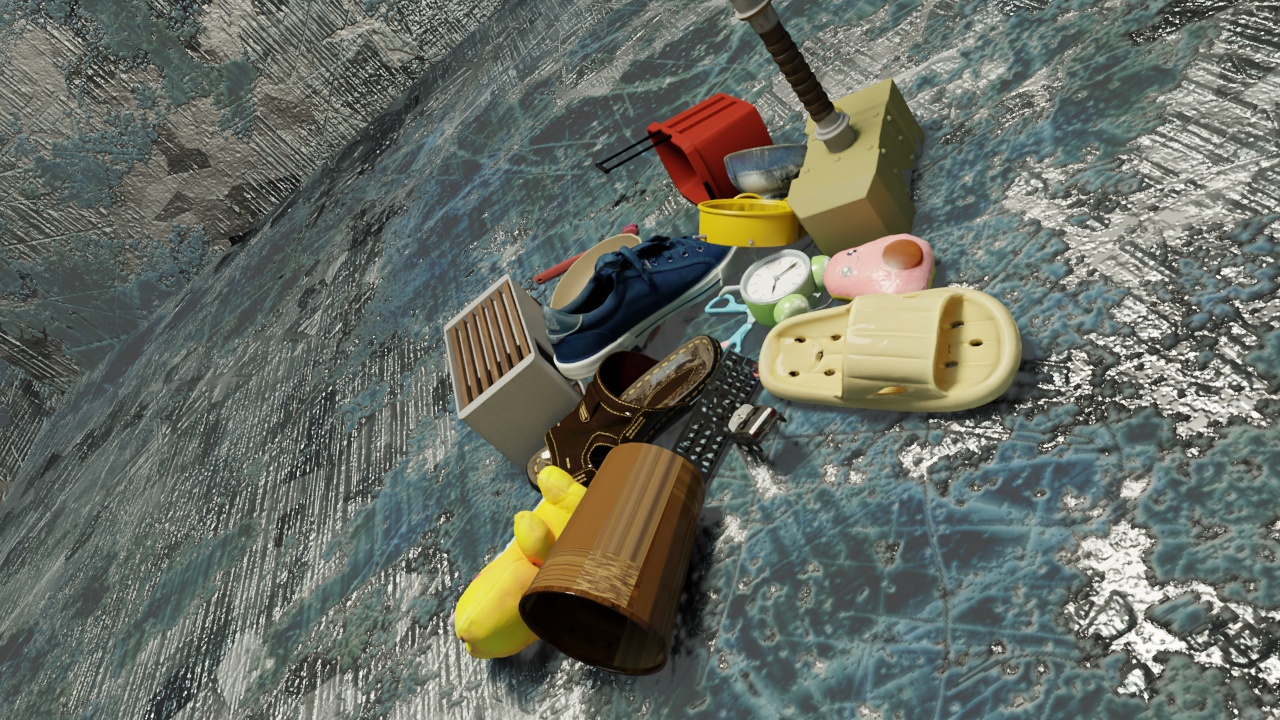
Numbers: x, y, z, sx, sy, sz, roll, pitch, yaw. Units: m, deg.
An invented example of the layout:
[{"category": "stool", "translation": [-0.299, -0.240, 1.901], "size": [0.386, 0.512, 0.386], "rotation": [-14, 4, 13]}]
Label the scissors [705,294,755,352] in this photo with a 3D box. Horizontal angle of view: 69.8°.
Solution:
[{"category": "scissors", "translation": [0.111, -0.047, 1.019], "size": [0.135, 0.015, 0.133], "rotation": [-41, 34, -6]}]

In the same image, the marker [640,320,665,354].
[{"category": "marker", "translation": [-0.006, 0.006, 1.083], "size": [0.013, 0.013, 0.142], "rotation": [2, 54, 48]}]

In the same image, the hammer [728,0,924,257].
[{"category": "hammer", "translation": [0.165, -0.280, 0.926], "size": [0.101, 0.325, 0.189], "rotation": [-14, 43, 38]}]

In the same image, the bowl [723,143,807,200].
[{"category": "bowl", "translation": [0.158, -0.218, 1.093], "size": [0.115, 0.114, 0.061], "rotation": [-3, 93, 46]}]

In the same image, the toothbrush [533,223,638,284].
[{"category": "toothbrush", "translation": [-0.081, -0.155, 1.340], "size": [0.190, 0.016, 0.016], "rotation": [-23, 34, 29]}]

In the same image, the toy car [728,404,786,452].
[{"category": "toy car", "translation": [0.105, 0.060, 0.854], "size": [0.040, 0.037, 0.092], "rotation": [-51, 0, -8]}]

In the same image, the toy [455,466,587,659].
[{"category": "toy", "translation": [-0.102, 0.207, 0.897], "size": [0.087, 0.135, 0.193], "rotation": [30, 65, 11]}]

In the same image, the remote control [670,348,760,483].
[{"category": "remote control", "translation": [0.073, 0.060, 0.915], "size": [0.150, 0.047, 0.022], "rotation": [-59, -8, -19]}]

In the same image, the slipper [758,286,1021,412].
[{"category": "slipper", "translation": [0.197, -0.016, 0.808], "size": [0.262, 0.079, 0.111], "rotation": [-4, 65, 48]}]

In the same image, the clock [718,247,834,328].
[{"category": "clock", "translation": [0.154, -0.075, 0.963], "size": [0.119, 0.042, 0.094], "rotation": [18, 62, 47]}]

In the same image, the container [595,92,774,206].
[{"category": "container", "translation": [0.059, -0.254, 1.196], "size": [0.200, 0.127, 0.148], "rotation": [-35, 32, -4]}]

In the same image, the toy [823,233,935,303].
[{"category": "toy", "translation": [0.228, -0.081, 0.886], "size": [0.110, 0.051, 0.089], "rotation": [-3, 58, 41]}]

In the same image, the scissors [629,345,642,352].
[{"category": "scissors", "translation": [-0.030, -0.024, 1.132], "size": [0.142, 0.019, 0.127], "rotation": [-39, 26, 17]}]

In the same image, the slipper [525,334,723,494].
[{"category": "slipper", "translation": [-0.027, 0.054, 0.988], "size": [0.268, 0.076, 0.112], "rotation": [-37, 34, 16]}]

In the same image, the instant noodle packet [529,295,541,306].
[{"category": "instant noodle packet", "translation": [-0.209, -0.045, 1.336], "size": [0.136, 0.039, 0.098], "rotation": [-9, 46, 40]}]

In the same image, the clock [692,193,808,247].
[{"category": "clock", "translation": [0.128, -0.155, 1.024], "size": [0.114, 0.052, 0.151], "rotation": [11, 20, 33]}]

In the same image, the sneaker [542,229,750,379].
[{"category": "sneaker", "translation": [0.006, -0.107, 1.062], "size": [0.294, 0.127, 0.121], "rotation": [-36, 31, -20]}]

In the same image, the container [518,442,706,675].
[{"category": "container", "translation": [-0.013, 0.169, 0.813], "size": [0.132, 0.132, 0.166], "rotation": [-14, 38, 38]}]

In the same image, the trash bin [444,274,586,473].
[{"category": "trash bin", "translation": [-0.155, 0.011, 1.144], "size": [0.114, 0.114, 0.228], "rotation": [-39, 33, 8]}]

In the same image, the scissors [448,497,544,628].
[{"category": "scissors", "translation": [-0.146, 0.207, 0.975], "size": [0.178, 0.016, 0.103], "rotation": [-55, -3, -20]}]

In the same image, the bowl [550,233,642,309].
[{"category": "bowl", "translation": [-0.043, -0.092, 1.197], "size": [0.153, 0.050, 0.152], "rotation": [-29, 36, 23]}]
